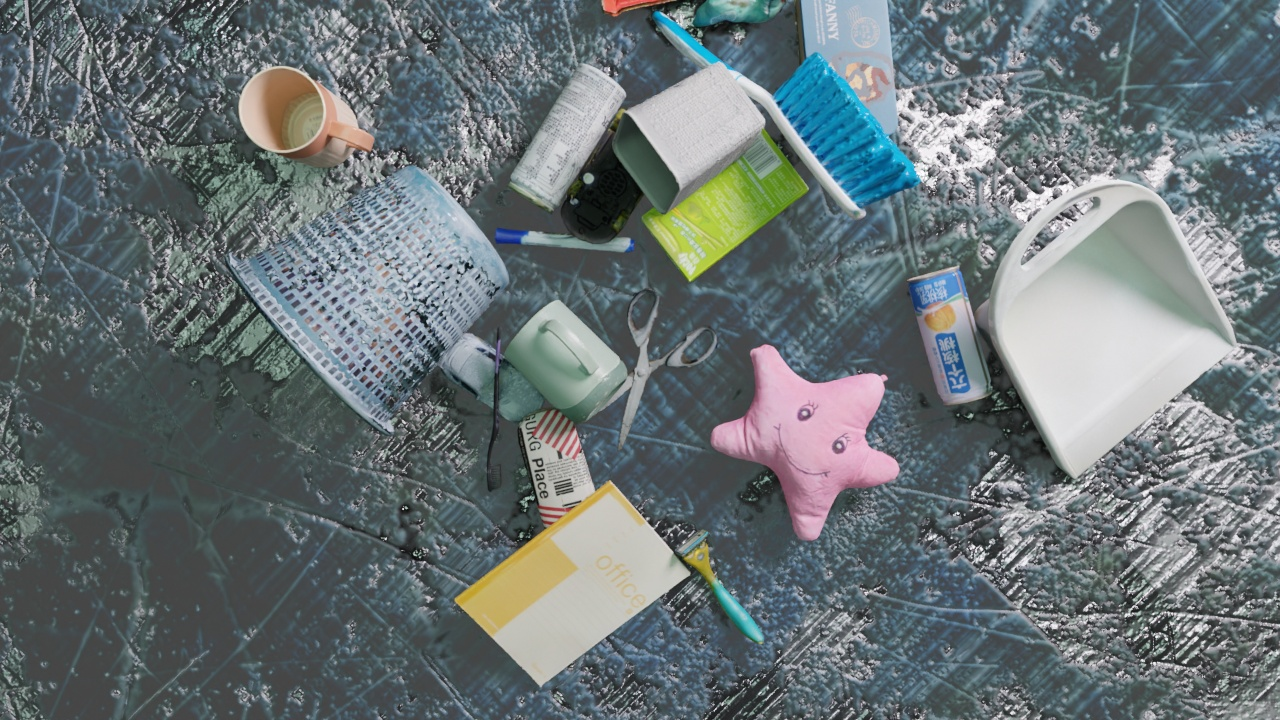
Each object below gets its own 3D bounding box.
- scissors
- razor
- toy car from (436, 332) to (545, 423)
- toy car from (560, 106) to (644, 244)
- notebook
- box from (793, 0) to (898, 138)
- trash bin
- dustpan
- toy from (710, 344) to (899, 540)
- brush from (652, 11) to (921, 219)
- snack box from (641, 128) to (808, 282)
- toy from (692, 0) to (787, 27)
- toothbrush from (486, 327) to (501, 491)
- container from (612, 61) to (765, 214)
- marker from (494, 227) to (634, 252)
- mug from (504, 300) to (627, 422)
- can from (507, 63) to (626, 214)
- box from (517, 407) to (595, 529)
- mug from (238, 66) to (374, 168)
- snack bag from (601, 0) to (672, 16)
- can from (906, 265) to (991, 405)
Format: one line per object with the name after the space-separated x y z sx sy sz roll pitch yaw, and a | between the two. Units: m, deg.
0.004 0.007 0.970 0.178 0.014 0.159 -15 93 4 | scissors
0.088 0.244 0.970 0.043 0.028 0.132 -35 88 -28 | razor
-0.156 0.019 0.966 0.120 0.037 0.054 35 93 -3 | toy car
-0.023 -0.191 0.944 0.070 0.042 0.158 35 87 -1 | toy car
-0.069 0.237 0.964 0.206 0.010 0.146 -37 110 4 | notebook
0.204 -0.306 0.922 0.090 0.060 0.184 -8 95 3 | box
-0.245 -0.072 0.890 0.195 0.227 0.226 -41 91 -9 | trash bin
0.447 -0.039 0.886 0.223 0.142 0.257 -41 89 4 | dustpan
0.173 0.066 0.934 0.178 0.074 0.194 -41 90 3 | toy
0.133 -0.261 0.888 0.110 0.060 0.314 -41 75 28 | brush
0.087 -0.161 0.951 0.156 0.026 0.086 -38 91 3 | snack box
0.106 -0.357 0.918 0.091 0.096 0.030 -8 92 -16 | toy
-0.148 0.054 0.952 0.016 0.014 0.189 2 112 -10 | toothbrush
0.048 -0.216 0.885 0.114 0.090 0.090 -35 88 -14 | container
-0.079 -0.126 0.964 0.146 0.017 0.017 4 93 2 | marker
-0.071 0.000 0.920 0.106 0.112 0.082 45 71 5 | mug
-0.076 -0.226 0.938 0.058 0.058 0.147 32 94 0 | can
-0.083 0.128 0.967 0.070 0.055 0.164 -11 98 16 | box
-0.325 -0.236 0.924 0.114 0.106 0.081 17 93 1 | mug
0.055 -0.426 0.923 0.208 0.073 0.128 -7 88 8 | snack bag
0.315 -0.025 0.934 0.053 0.053 0.134 -16 92 3 | can
